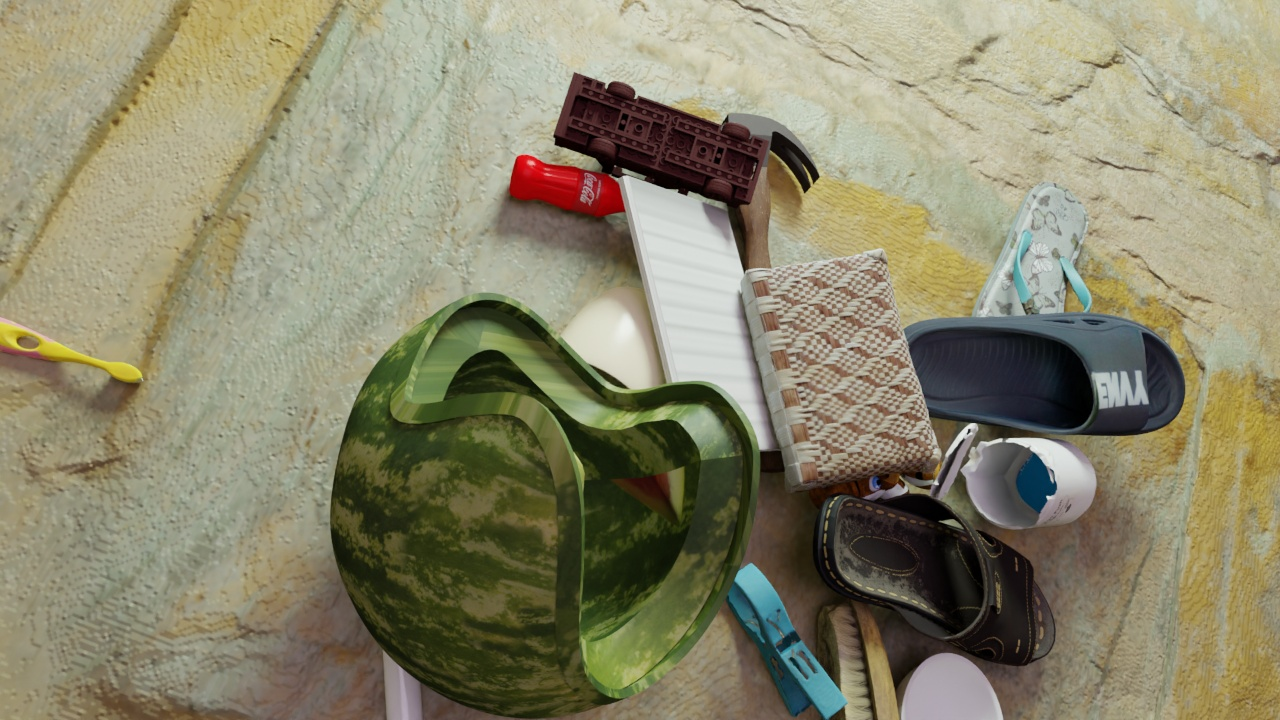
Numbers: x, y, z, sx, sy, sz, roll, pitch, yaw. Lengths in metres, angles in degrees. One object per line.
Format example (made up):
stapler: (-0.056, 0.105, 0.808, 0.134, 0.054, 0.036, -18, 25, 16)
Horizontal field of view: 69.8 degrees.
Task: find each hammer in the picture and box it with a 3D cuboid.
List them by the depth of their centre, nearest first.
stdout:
hammer: (0.105, -0.065, 0.793, 0.115, 0.033, 0.322, 1, 73, -14)

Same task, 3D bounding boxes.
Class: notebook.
notebook: (0.051, -0.032, 0.703, 0.142, 0.009, 0.209, 5, 68, -53)

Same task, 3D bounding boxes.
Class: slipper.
slipper: (0.246, 0.171, 0.717, 0.267, 0.076, 0.112, 26, 63, -26)
slipper: (0.351, 0.011, 0.788, 0.268, 0.083, 0.110, 4, 94, -3)
slipper: (0.380, -0.073, 0.875, 0.098, 0.055, 0.268, 26, 65, -6)

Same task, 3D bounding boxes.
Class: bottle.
bottle: (-0.047, -0.141, 0.763, 0.119, 0.036, 0.036, 11, 70, -15)

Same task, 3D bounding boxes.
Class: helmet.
helmet: (-0.076, 0.092, 0.571, 0.212, 0.247, 0.243, -4, 111, -49)

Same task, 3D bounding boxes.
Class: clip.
clip: (0.099, 0.214, 0.702, 0.028, 0.114, 0.127, -28, 90, -24)

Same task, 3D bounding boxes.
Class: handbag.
handbag: (0.156, 0.008, 0.728, 0.124, 0.047, 0.185, -8, 74, -9)

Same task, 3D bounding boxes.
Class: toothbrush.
toothbrush: (-0.403, -0.009, 0.616, 0.135, 0.016, 0.021, 20, 70, -9)

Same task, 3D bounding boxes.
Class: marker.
marker: (-0.160, 0.229, 0.614, 0.027, 0.023, 0.133, -8, 75, 1)

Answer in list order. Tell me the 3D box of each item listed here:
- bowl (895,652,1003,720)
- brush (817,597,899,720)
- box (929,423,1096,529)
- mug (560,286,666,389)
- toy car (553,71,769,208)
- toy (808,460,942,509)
bowl: (0.228, 0.285, 0.712, 0.109, 0.041, 0.109, 10, 69, -28)
brush: (0.164, 0.278, 0.686, 0.043, 0.059, 0.195, 0, 70, -8)
box: (0.303, 0.099, 0.755, 0.165, 0.083, 0.092, 6, 30, -47)
mug: (-0.004, 0.004, 0.697, 0.120, 0.096, 0.099, 34, 55, -5)
toy car: (0.015, -0.179, 0.770, 0.170, 0.062, 0.070, 18, 84, -6)
toy: (0.189, 0.088, 0.753, 0.112, 0.067, 0.087, -25, 97, -37)
